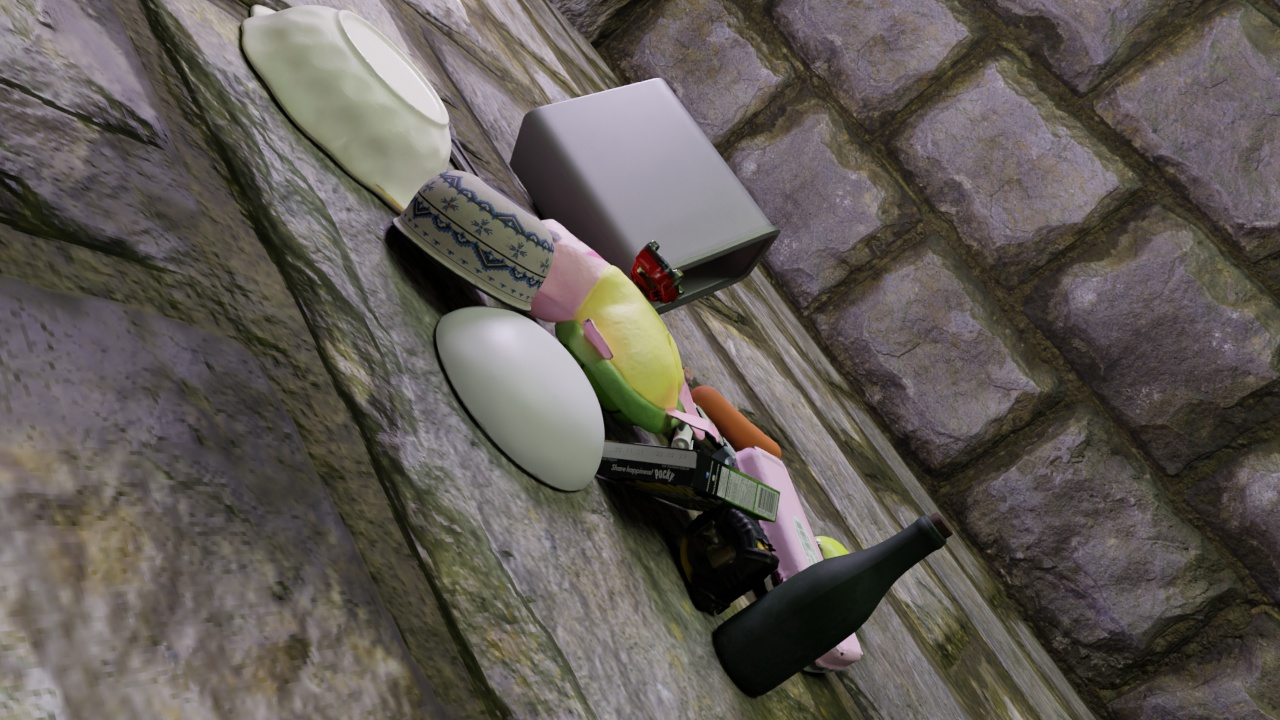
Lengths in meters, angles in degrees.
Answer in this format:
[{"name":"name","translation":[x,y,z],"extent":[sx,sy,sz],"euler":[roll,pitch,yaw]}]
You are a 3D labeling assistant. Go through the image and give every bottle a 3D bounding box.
[{"name":"bottle","translation":[0.133,0.158,0.619],"extent":[0.055,0.174,0.055],"euler":[47,15,-16]}]

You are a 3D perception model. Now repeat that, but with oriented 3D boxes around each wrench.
[{"name":"wrench","translation":[-0.145,-0.154,0.874],"extent":[0.273,0.010,0.070],"euler":[55,14,15]}]

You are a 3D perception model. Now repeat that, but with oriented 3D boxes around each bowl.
[{"name":"bowl","translation":[-0.111,-0.091,0.652],"extent":[0.115,0.059,0.115],"euler":[35,6,-5]},{"name":"bowl","translation":[-0.069,0.015,0.617],"extent":[0.149,0.043,0.149],"euler":[47,14,-16]},{"name":"bowl","translation":[-0.207,-0.205,0.704],"extent":[0.219,0.060,0.188],"euler":[54,14,8]}]

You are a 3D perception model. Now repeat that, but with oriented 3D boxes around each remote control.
[{"name":"remote control","translation":[0.082,0.086,0.945],"extent":[0.124,0.012,0.028],"euler":[51,10,-51]}]

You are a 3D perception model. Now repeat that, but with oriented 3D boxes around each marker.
[{"name":"marker","translation":[0.046,0.065,0.908],"extent":[0.020,0.017,0.133],"euler":[32,15,-1]}]

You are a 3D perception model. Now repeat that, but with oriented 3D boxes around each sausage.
[{"name":"sausage","translation":[0.108,0.080,1.025],"extent":[0.164,0.039,0.044],"euler":[40,21,-39]}]

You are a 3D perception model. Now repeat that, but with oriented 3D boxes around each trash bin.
[{"name":"trash bin","translation":[0.002,-0.167,0.951],"extent":[0.191,0.098,0.219],"euler":[-24,72,-31]}]

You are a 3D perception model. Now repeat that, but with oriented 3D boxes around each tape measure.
[{"name":"tape measure","translation":[0.061,0.138,0.665],"extent":[0.038,0.067,0.062],"euler":[35,21,-49]}]

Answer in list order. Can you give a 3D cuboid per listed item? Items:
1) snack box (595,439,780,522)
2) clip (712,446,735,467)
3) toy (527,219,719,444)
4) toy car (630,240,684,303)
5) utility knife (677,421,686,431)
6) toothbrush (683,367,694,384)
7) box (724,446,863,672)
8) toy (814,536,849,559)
[{"name":"snack box","translation":[0.040,0.093,0.695],"extent":[0.147,0.080,0.025],"euler":[32,66,-54]},{"name":"clip","translation":[0.124,0.151,0.920],"extent":[0.172,0.029,0.143],"euler":[49,16,-13]},{"name":"toy","translation":[-0.022,-0.017,0.755],"extent":[0.238,0.088,0.189],"euler":[46,19,-9]},{"name":"toy car","translation":[0.014,-0.072,0.798],"extent":[0.042,0.036,0.091],"euler":[50,2,8]},{"name":"utility knife","translation":[0.035,0.032,0.925],"extent":[0.015,0.031,0.158],"euler":[25,12,-11]},{"name":"toothbrush","translation":[0.041,0.038,0.974],"extent":[0.015,0.016,0.184],"euler":[44,16,-5]},{"name":"box","translation":[0.130,0.173,0.806],"extent":[0.086,0.045,0.202],"euler":[29,35,-52]},{"name":"toy","translation":[0.211,0.229,0.964],"extent":[0.115,0.046,0.092],"euler":[43,15,-56]}]
